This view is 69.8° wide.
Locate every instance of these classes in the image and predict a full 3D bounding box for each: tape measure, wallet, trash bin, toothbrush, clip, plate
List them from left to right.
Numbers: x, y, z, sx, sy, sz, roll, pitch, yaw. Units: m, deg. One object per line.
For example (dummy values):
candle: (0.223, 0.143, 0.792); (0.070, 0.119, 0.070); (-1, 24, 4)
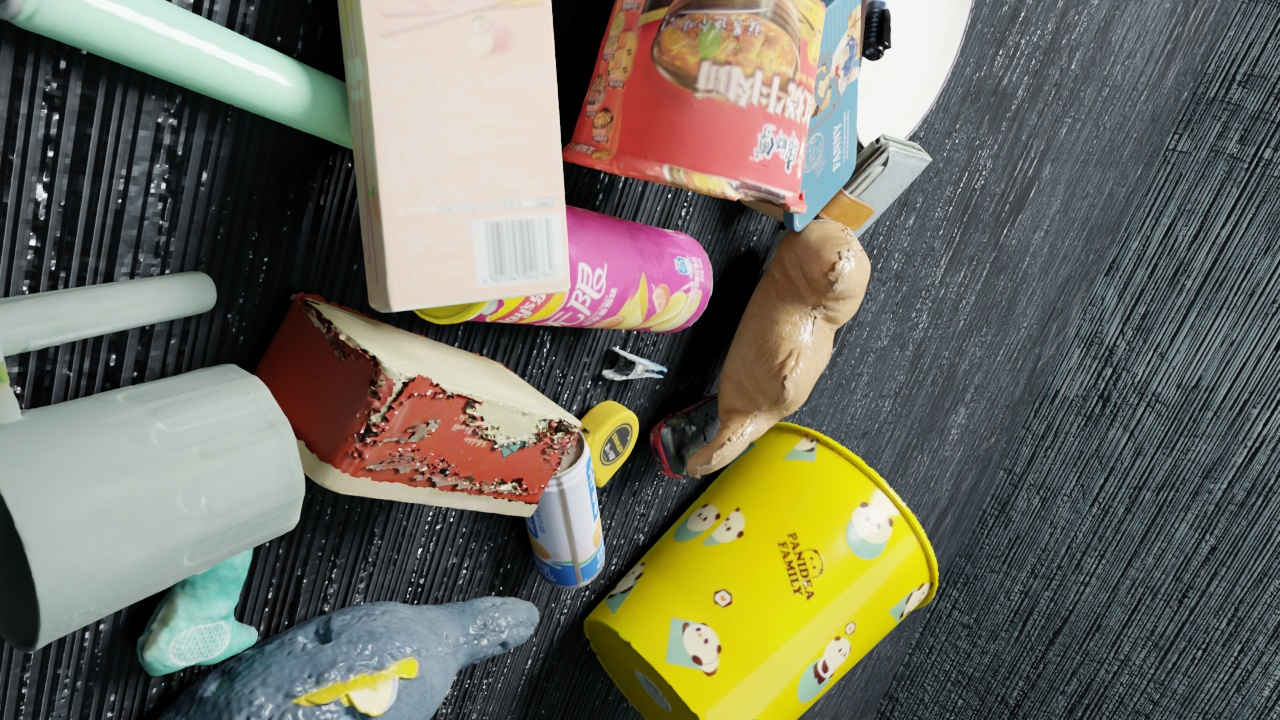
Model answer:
toothbrush: (-0.136, -0.106, 0.368); (0.224, 0.027, 0.026); (10, 103, -59)
tape measure: (-0.029, 0.057, 0.676); (0.057, 0.029, 0.060); (-48, 148, -19)
clip: (-0.005, 0.005, 0.674); (0.056, 0.024, 0.029); (9, 104, -55)
trash bin: (0.101, 0.223, 0.845); (0.254, 0.230, 0.230); (-38, 144, -23)
wallet: (0.184, -0.132, 0.786); (0.130, 0.037, 0.106); (-48, 159, 29)
plate: (0.211, -0.265, 0.748); (0.191, 0.039, 0.193); (-37, 144, -34)

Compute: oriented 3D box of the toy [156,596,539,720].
toy: (-0.186, 0.204, 0.507); (0.355, 0.091, 0.138); (-25, 148, -42)

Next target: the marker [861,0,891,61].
marker: (0.171, -0.271, 0.648); (0.018, 0.023, 0.130); (27, 67, -46)

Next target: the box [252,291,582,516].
box: (-0.103, 0.022, 0.467); (0.077, 0.091, 0.168); (-58, 151, 4)

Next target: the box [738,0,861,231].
box: (0.109, -0.177, 0.652); (0.089, 0.059, 0.184); (-47, 147, -20)

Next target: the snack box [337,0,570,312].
snack box: (-0.076, -0.102, 0.383); (0.084, 0.026, 0.157); (-9, 101, -32)

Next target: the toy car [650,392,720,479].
toy car: (0.051, 0.062, 0.778); (0.120, 0.045, 0.053); (-22, 96, -49)

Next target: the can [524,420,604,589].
can: (-0.057, 0.104, 0.650); (0.053, 0.053, 0.135); (-41, 145, -30)

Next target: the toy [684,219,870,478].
toy: (0.106, -0.005, 0.731); (0.226, 0.082, 0.143); (-63, 177, 7)

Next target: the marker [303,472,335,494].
marker: (-0.138, 0.064, 0.522); (0.131, 0.022, 0.020); (10, 71, -59)

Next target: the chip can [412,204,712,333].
chip can: (-0.038, -0.053, 0.522); (0.210, 0.071, 0.071); (0, 116, -57)

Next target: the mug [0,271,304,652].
mug: (-0.201, 0.032, 0.353); (0.103, 0.084, 0.124); (-21, 108, -49)

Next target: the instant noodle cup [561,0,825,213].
instant noodle cup: (0.032, -0.148, 0.497); (0.137, 0.138, 0.109); (-6, 112, -55)

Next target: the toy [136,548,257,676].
toy: (-0.214, 0.109, 0.437); (0.096, 0.030, 0.092); (3, 109, -61)
